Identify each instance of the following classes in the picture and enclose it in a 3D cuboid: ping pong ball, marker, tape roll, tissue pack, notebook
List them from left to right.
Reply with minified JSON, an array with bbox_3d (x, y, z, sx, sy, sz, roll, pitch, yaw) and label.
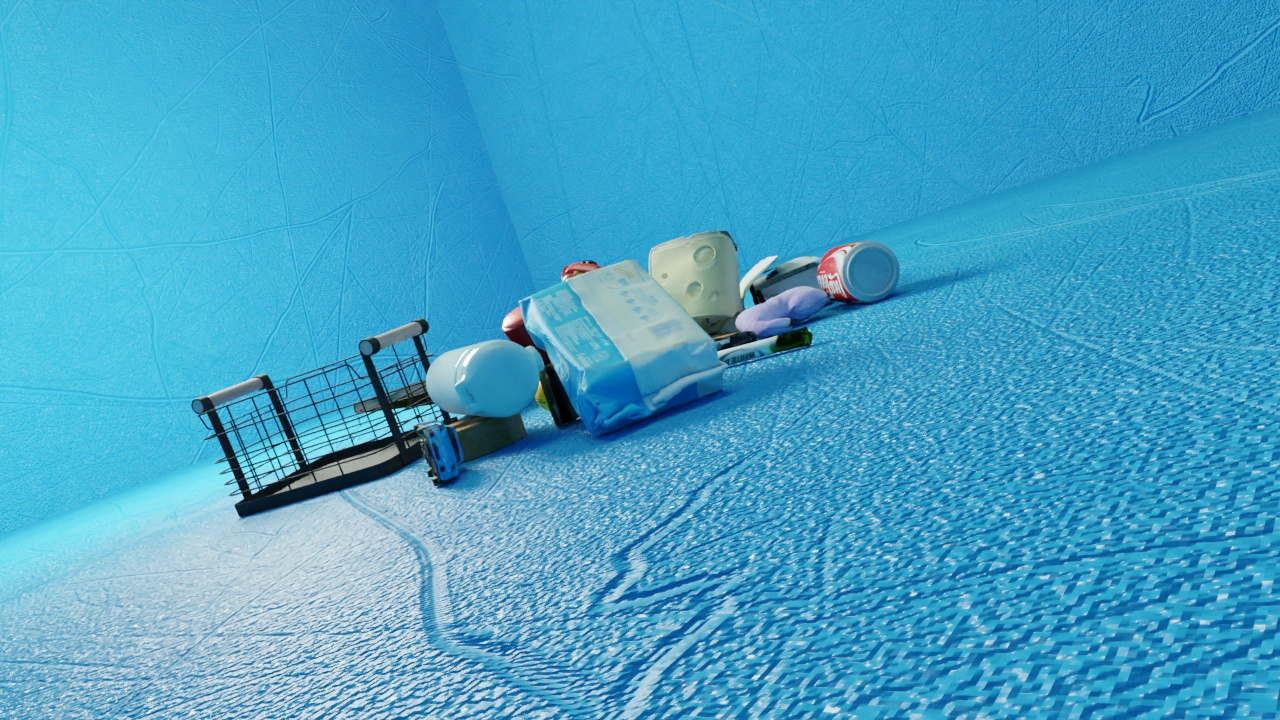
[{"bbox_3d":[-0.218,0.031,1.154,0.179,0.014,0.248,-17,-6,28],"label":"notebook"},{"bbox_3d":[-0.153,0.070,0.845,0.094,0.027,0.094,-19,5,2],"label":"tape roll"},{"bbox_3d":[-0.088,0.032,0.933,0.040,0.040,0.040,-19,5,2],"label":"ping pong ball"},{"bbox_3d":[-0.018,-0.013,0.752,0.117,0.066,0.209,-21,32,-13],"label":"tissue pack"},{"bbox_3d":[0.086,-0.004,0.834,0.147,0.017,0.017,-16,6,31],"label":"marker"}]

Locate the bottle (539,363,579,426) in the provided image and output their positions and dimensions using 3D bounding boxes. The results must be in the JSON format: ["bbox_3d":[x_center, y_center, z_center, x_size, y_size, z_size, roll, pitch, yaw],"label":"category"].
[{"bbox_3d":[-0.036,0.016,0.830,0.105,0.056,0.056,-19,5,-8],"label":"bottle"}]

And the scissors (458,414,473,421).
[{"bbox_3d":[-0.199,0.064,1.115,0.171,0.014,0.142,-26,14,-36],"label":"scissors"}]

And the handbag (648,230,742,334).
[{"bbox_3d":[0.067,-0.087,1.097,0.111,0.119,0.081,-16,-30,31],"label":"handbag"}]

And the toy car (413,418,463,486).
[{"bbox_3d":[-0.162,0.072,0.746,0.032,0.048,0.105,-16,3,-15],"label":"toy car"}]

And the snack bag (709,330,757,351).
[{"bbox_3d":[0.069,-0.015,0.994,0.074,0.018,0.155,-20,6,-10],"label":"snack bag"}]

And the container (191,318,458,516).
[{"bbox_3d":[-0.332,0.058,0.984,0.242,0.130,0.162,-17,8,21],"label":"container"}]

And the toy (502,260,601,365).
[{"bbox_3d":[-0.063,-0.061,1.132,0.158,0.121,0.196,6,40,20],"label":"toy"}]

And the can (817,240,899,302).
[{"bbox_3d":[0.232,-0.094,0.992,0.064,0.064,0.105,-19,5,-4],"label":"can"}]

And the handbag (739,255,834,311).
[{"bbox_3d":[0.145,-0.085,1.155,0.176,0.074,0.151,-19,5,7],"label":"handbag"}]

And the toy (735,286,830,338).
[{"bbox_3d":[0.153,-0.050,0.979,0.099,0.036,0.080,-24,16,-10],"label":"toy"}]

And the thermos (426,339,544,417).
[{"bbox_3d":[-0.145,0.017,0.829,0.077,0.065,0.207,-28,8,-21],"label":"thermos"}]
